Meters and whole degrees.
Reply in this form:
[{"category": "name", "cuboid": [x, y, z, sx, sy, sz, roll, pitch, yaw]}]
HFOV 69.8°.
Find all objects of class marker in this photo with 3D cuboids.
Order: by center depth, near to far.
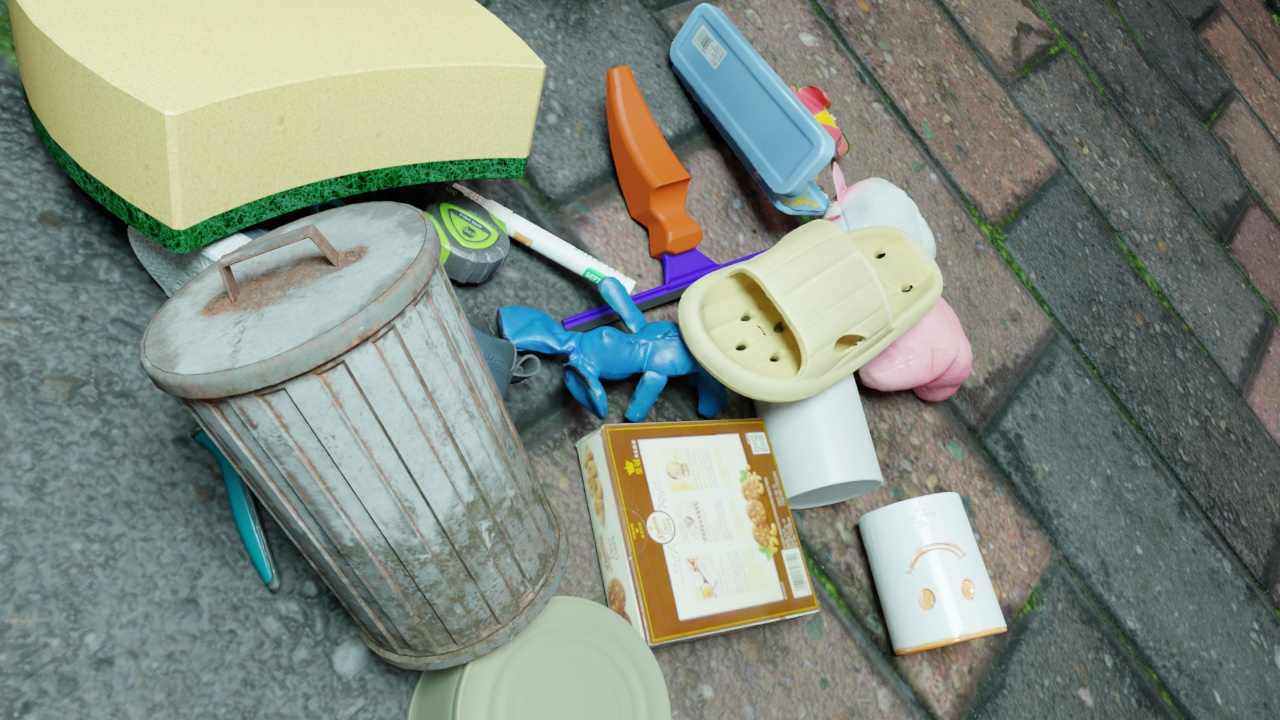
[{"category": "marker", "cuboid": [-0.070, -0.085, 0.655, 0.145, 0.017, 0.017, 29, 53, -6]}]

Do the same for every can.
[{"category": "can", "cuboid": [-0.054, 0.197, 0.498, 0.127, 0.073, 0.127, 15, 59, -27]}]

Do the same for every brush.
[{"category": "brush", "cuboid": [-0.204, -0.167, 0.529, 0.249, 0.075, 0.195, -24, 54, -41]}]

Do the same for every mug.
[{"category": "mug", "cuboid": [0.218, 0.162, 0.694, 0.082, 0.083, 0.105, 2, 65, -33]}, {"category": "mug", "cuboid": [0.139, 0.059, 0.706, 0.111, 0.079, 0.096, 24, 50, -57]}]

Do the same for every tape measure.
[{"category": "tape measure", "cuboid": [-0.123, -0.081, 0.623, 0.065, 0.036, 0.058, 32, 44, -12]}]

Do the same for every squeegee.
[{"category": "squeegee", "cuboid": [0.011, -0.141, 0.727, 0.249, 0.055, 0.185, -21, 95, -31]}]

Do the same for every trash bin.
[{"category": "trash bin", "cuboid": [-0.125, 0.034, 0.437, 0.130, 0.131, 0.211, -54, 138, -39]}]

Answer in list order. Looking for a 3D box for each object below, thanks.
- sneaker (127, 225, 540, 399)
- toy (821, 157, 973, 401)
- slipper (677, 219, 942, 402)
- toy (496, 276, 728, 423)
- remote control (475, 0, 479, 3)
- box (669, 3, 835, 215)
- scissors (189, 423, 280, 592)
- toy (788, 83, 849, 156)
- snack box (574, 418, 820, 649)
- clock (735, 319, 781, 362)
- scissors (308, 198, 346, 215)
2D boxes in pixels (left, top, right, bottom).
[{"category": "sneaker", "cuboid": [-0.168, -0.032, 0.534, 0.235, 0.089, 0.087, 34, 56, -22]}, {"category": "toy", "cuboid": [0.222, -0.071, 0.811, 0.141, 0.084, 0.213, 10, 59, -44]}, {"category": "slipper", "cuboid": [0.146, -0.051, 0.661, 0.260, 0.079, 0.111, -23, 74, -37]}, {"category": "toy", "cuboid": [-0.004, 0.004, 0.631, 0.176, 0.071, 0.112, 10, 42, -33]}, {"category": "remote control", "cuboid": [-0.137, -0.231, 0.702, 0.033, 0.015, 0.146, 10, 62, -30]}, {"category": "box", "cuboid": [0.105, -0.215, 0.793, 0.078, 0.073, 0.210, 7, 44, -46]}, {"category": "scissors", "cuboid": [-0.213, 0.057, 0.501, 0.131, 0.019, 0.149, 26, 56, -21]}, {"category": "toy", "cuboid": [0.158, -0.222, 0.879, 0.103, 0.046, 0.084, -40, 105, -35]}, {"category": "snack box", "cuboid": [0.038, 0.114, 0.624, 0.146, 0.041, 0.143, 0, 67, -34]}, {"category": "clock", "cuboid": [0.117, -0.029, 0.750, 0.119, 0.043, 0.094, -5, 71, -36]}, {"category": "scissors", "cuboid": [-0.221, -0.123, 0.592, 0.119, 0.015, 0.138, 34, 58, -15]}]
